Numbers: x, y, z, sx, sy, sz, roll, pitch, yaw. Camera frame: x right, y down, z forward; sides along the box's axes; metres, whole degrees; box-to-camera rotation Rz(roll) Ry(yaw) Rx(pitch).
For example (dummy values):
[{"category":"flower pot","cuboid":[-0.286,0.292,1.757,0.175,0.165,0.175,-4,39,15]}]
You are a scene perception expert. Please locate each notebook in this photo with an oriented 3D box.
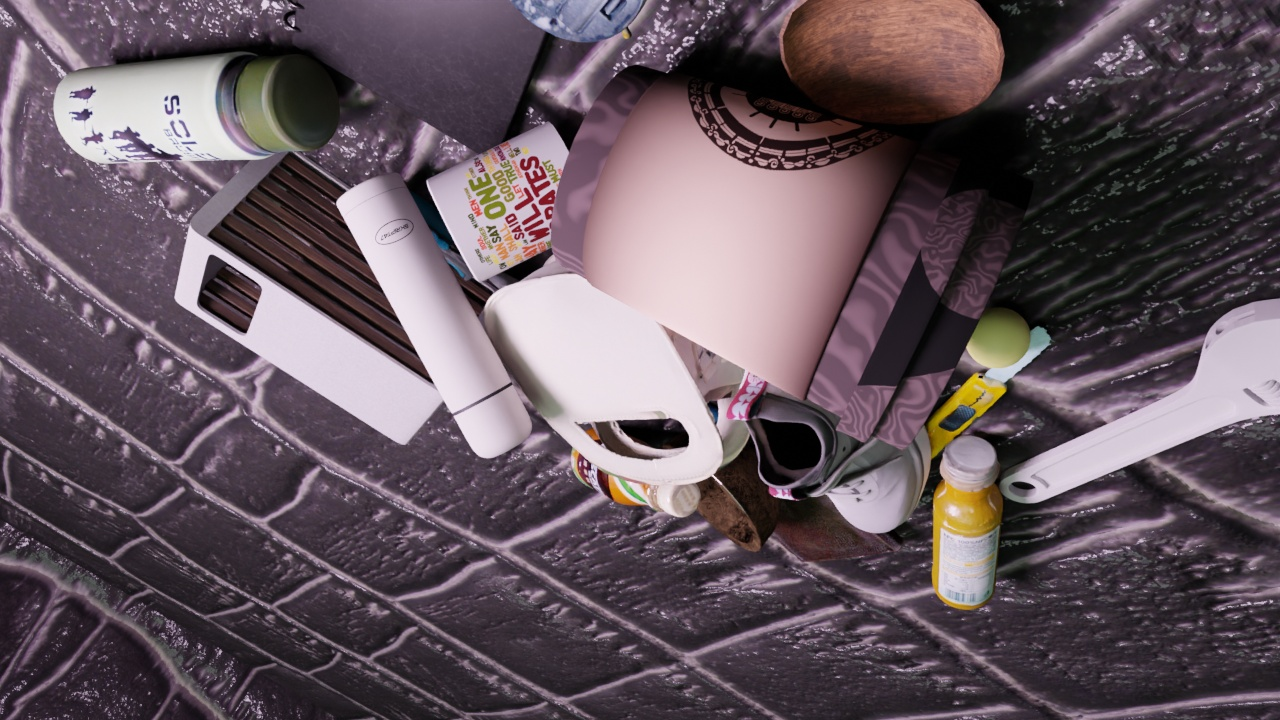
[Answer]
[{"category":"notebook","cuboid":[-0.130,-0.242,0.556,0.169,0.019,0.232,30,143,-7]}]

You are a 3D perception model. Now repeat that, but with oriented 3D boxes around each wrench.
[{"category":"wrench","cuboid":[0.341,0.040,0.621,0.086,0.018,0.274,33,143,-10]}]

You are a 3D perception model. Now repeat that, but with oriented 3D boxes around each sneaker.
[{"category":"sneaker","cuboid":[0.137,0.067,0.673,0.097,0.128,0.263,7,142,39]}]

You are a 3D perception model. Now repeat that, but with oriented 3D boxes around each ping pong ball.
[{"category":"ping pong ball","cuboid":[0.233,-0.015,0.598,0.040,0.040,0.040,16,142,13]}]

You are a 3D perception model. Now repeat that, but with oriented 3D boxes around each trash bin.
[{"category":"trash bin","cuboid":[-0.249,-0.052,0.770,0.229,0.114,0.115,35,142,-12]}]

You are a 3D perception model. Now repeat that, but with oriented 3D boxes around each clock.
[{"category":"clock","cuboid":[-0.041,-0.224,0.470,0.129,0.052,0.090,37,143,-17]}]

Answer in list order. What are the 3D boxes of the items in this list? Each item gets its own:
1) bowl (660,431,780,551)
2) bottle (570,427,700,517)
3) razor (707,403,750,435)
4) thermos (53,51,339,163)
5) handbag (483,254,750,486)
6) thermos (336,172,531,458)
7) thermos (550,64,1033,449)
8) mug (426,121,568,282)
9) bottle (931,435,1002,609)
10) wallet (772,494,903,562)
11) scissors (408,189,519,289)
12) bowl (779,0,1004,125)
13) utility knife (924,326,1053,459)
[{"category":"bowl","cuboid":[0.079,0.102,0.801,0.121,0.056,0.121,44,162,18]},{"category":"bottle","cuboid":[-0.004,0.100,0.805,0.059,0.059,0.167,47,165,-26]},{"category":"razor","cuboid":[0.029,0.034,0.791,0.144,0.022,0.042,20,180,1]},{"category":"thermos","cuboid":[-0.330,-0.188,0.690,0.232,0.082,0.082,4,138,26]},{"category":"handbag","cuboid":[-0.004,0.004,0.699,0.201,0.092,0.199,-4,120,43]},{"category":"thermos","cuboid":[-0.153,-0.031,0.697,0.052,0.052,0.224,-23,96,45]},{"category":"thermos","cuboid":[0.078,-0.069,0.528,0.226,0.172,0.173,25,143,12]},{"category":"mug","cuboid":[-0.089,-0.111,0.625,0.089,0.105,0.073,-27,118,-4]},{"category":"bottle","cuboid":[0.264,0.133,0.744,0.053,0.053,0.186,7,139,23]},{"category":"wallet","cuboid":[0.163,0.145,0.841,0.099,0.031,0.120,44,142,-18]},{"category":"scissors","cuboid":[-0.153,-0.097,0.740,0.132,0.019,0.148,7,138,24]},{"category":"bowl","cuboid":[0.132,-0.168,0.481,0.114,0.026,0.102,8,154,26]},{"category":"utility knife","cuboid":[0.237,0.035,0.680,0.030,0.018,0.207,19,140,-5]}]
